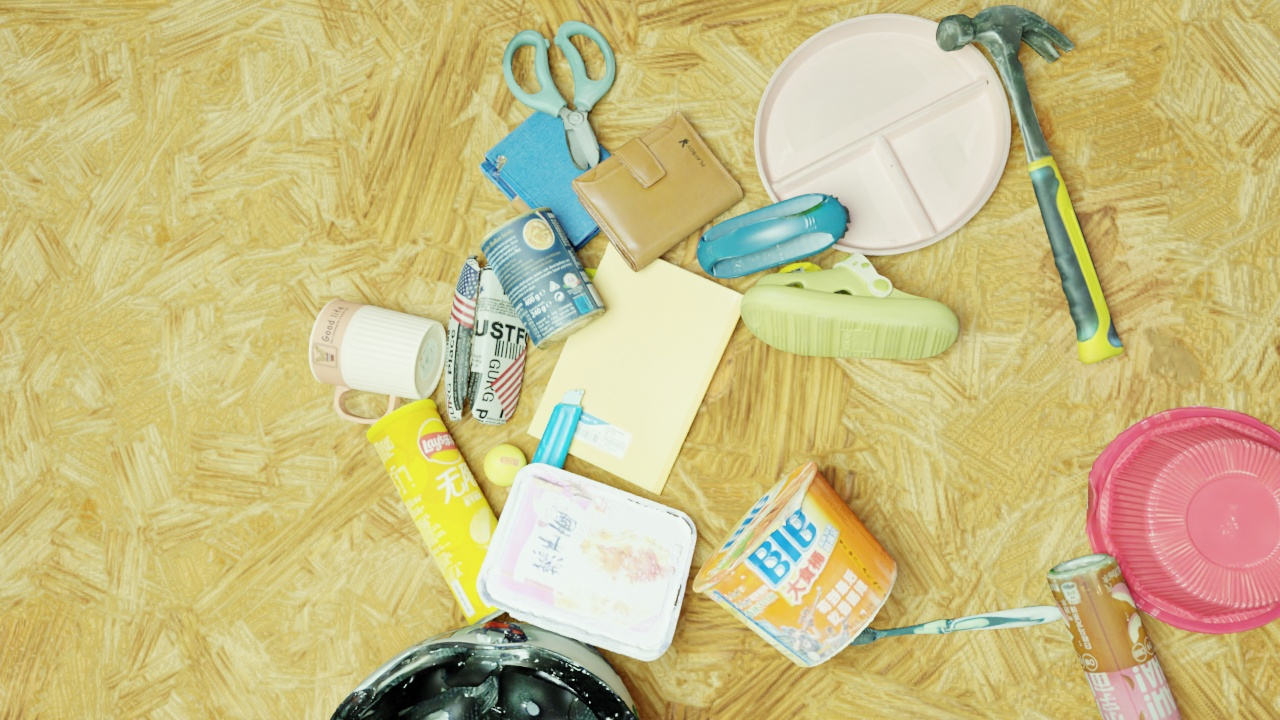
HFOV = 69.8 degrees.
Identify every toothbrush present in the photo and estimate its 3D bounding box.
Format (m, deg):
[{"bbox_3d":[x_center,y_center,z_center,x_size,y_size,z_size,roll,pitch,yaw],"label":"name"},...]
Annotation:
[{"bbox_3d":[0.273,0.234,0.806,0.192,0.018,0.016,-10,82,9],"label":"toothbrush"}]

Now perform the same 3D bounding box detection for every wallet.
[{"bbox_3d":[-0.079,-0.178,0.899,0.106,0.040,0.133,-43,79,-6],"label":"wallet"},{"bbox_3d":[0.016,-0.160,0.865,0.131,0.031,0.108,-35,85,-14],"label":"wallet"}]

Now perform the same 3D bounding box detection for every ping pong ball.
[{"bbox_3d":[-0.129,0.100,0.877,0.040,0.040,0.040,-1,84,10],"label":"ping pong ball"}]

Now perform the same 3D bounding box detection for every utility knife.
[{"bbox_3d":[-0.089,0.100,0.875,0.034,0.018,0.159,22,95,14],"label":"utility knife"}]

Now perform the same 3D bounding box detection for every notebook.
[{"bbox_3d":[-0.005,0.005,0.871,0.146,0.010,0.206,24,94,11],"label":"notebook"}]

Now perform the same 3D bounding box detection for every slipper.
[{"bbox_3d":[0.187,-0.050,0.825,0.191,0.092,0.081,7,61,10],"label":"slipper"}]

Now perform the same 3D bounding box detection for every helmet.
[{"bbox_3d":[-0.120,0.324,0.793,0.274,0.156,0.230,-13,97,6],"label":"helmet"}]

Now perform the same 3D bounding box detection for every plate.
[{"bbox_3d":[0.222,-0.208,0.855,0.230,0.028,0.229,-1,85,11],"label":"plate"}]

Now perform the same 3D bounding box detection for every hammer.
[{"bbox_3d":[0.361,-0.157,0.806,0.126,0.032,0.323,-16,88,-21],"label":"hammer"}]

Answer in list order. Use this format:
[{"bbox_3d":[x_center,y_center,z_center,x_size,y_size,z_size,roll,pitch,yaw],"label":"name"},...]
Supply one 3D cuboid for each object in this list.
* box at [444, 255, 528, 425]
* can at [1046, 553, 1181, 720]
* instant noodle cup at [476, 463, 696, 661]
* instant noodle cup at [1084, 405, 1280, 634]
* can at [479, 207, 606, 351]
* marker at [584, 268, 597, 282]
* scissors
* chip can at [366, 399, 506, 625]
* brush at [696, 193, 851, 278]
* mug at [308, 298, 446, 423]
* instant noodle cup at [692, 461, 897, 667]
[{"bbox_3d":[-0.162,-0.021,0.891,0.088,0.076,0.163,5,88,31],"label":"box"},{"bbox_3d":[0.394,0.239,0.764,0.058,0.058,0.147,-20,81,7],"label":"can"},{"bbox_3d":[-0.048,0.183,0.817,0.173,0.060,0.137,19,60,-3],"label":"instant noodle cup"},{"bbox_3d":[0.477,0.132,0.758,0.194,0.066,0.193,-1,85,11],"label":"instant noodle cup"},{"bbox_3d":[-0.089,-0.074,0.843,0.075,0.075,0.111,-29,86,6],"label":"can"},{"bbox_3d":[-0.002,-0.075,0.886,0.124,0.015,0.018,7,89,11],"label":"marker"},{"bbox_3d":[-0.052,-0.264,0.899,0.129,0.019,0.185,-32,76,-13],"label":"scissors"},{"bbox_3d":[-0.178,0.143,0.865,0.072,0.072,0.213,-32,80,5],"label":"chip can"},{"bbox_3d":[0.114,-0.111,0.823,0.144,0.073,0.055,-14,91,28],"label":"brush"},{"bbox_3d":[-0.255,0.005,0.889,0.106,0.081,0.114,11,90,9],"label":"mug"},{"bbox_3d":[0.135,0.176,0.776,0.111,0.151,0.151,43,92,3],"label":"instant noodle cup"}]
